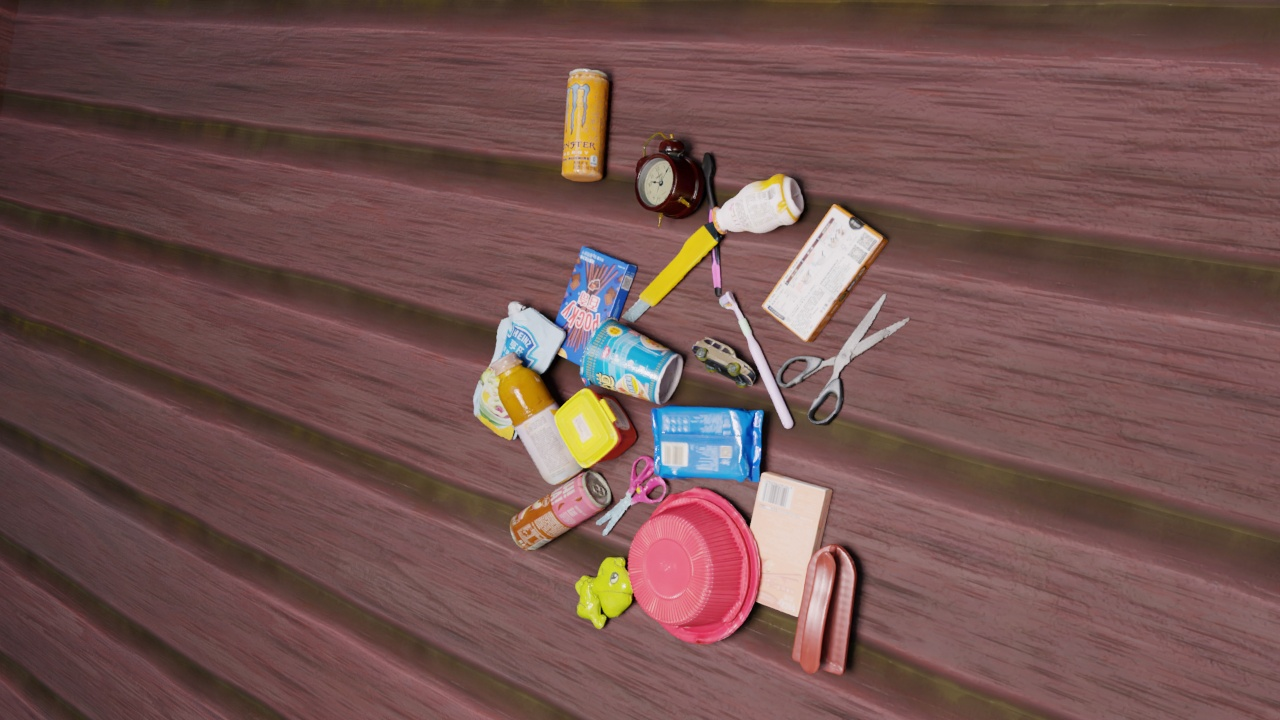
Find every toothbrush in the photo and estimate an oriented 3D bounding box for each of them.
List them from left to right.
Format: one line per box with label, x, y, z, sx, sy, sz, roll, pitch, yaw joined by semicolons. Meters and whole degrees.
toothbrush;0.095;-0.177;1.193;0.014;0.017;0.189;-5;88;32
toothbrush;0.146;0.000;1.147;0.021;0.029;0.189;-21;74;-11

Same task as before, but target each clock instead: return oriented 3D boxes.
clock;0.033;-0.240;1.200;0.082;0.055;0.122;-29;69;41

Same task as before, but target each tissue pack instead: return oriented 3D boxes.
tissue pack;0.084;0.104;1.159;0.157;0.052;0.095;-1;89;31

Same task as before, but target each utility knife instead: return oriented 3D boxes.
utility knife;0.040;-0.114;1.216;0.193;0.015;0.033;-44;66;27

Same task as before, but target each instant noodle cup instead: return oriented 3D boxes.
instant noodle cup;-0.007;0.007;1.202;0.110;0.099;0.099;22;99;21
instant noodle cup;0.051;0.258;1.146;0.194;0.065;0.193;-7;79;41

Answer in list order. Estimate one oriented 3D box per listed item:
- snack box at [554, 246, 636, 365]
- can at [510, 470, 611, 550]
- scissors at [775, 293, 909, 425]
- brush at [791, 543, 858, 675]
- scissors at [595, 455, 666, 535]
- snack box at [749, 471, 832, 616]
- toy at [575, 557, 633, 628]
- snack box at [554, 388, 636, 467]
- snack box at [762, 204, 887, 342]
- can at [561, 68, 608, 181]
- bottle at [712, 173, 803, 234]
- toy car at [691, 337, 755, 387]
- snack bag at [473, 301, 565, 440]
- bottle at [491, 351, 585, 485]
snack box;-0.069;-0.072;1.275;0.084;0.026;0.157;26;100;31
can;-0.112;0.209;1.268;0.148;0.057;0.058;-34;71;25
scissors;0.239;0.001;1.097;0.160;0.014;0.170;1;86;29
brush;0.214;0.285;1.060;0.063;0.069;0.146;9;92;30
scissors;-0.021;0.182;1.241;0.138;0.017;0.077;-40;59;29
snack box;0.174;0.221;1.113;0.084;0.026;0.157;14;95;31
toy;-0.046;0.314;1.238;0.100;0.031;0.096;-8;83;35
snack box;-0.055;0.089;1.228;0.082;0.080;0.091;-41;68;23
snack box;0.220;-0.104;1.104;0.075;0.026;0.154;42;109;25
can;-0.076;-0.325;1.276;0.058;0.058;0.146;3;89;31
bottle;0.143;-0.188;1.133;0.109;0.063;0.063;-14;80;29
toy car;0.107;0.002;1.156;0.090;0.042;0.035;31;81;35
snack bag;-0.181;0.013;1.319;0.110;0.038;0.191;41;116;36
bottle;-0.143;0.078;1.260;0.068;0.067;0.189;-28;93;27
